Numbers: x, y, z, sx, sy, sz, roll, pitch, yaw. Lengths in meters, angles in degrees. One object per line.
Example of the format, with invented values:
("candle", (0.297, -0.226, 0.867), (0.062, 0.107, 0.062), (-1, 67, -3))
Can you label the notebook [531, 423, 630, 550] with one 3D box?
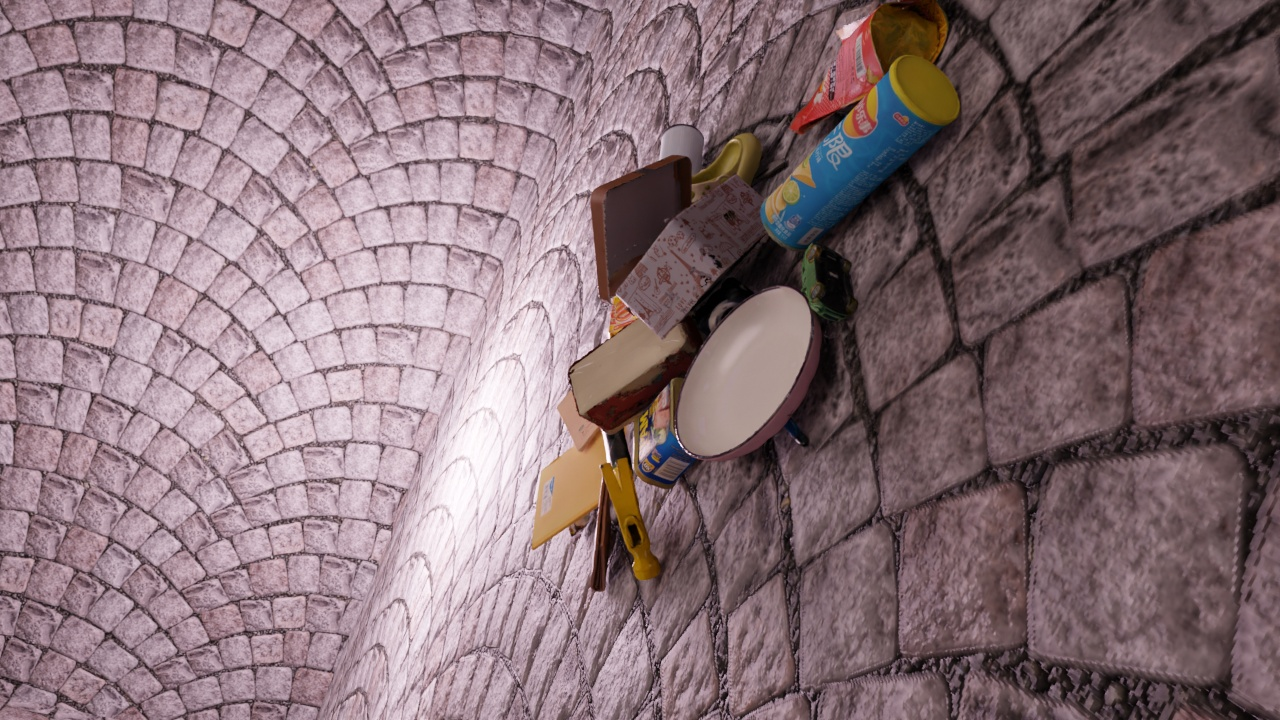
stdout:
("notebook", (-0.085, 0.166, 1.300), (0.207, 0.010, 0.145), (-39, 33, 33))

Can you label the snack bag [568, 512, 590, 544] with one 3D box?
("snack bag", (-0.084, 0.207, 1.304), (0.048, 0.026, 0.104), (131, 154, -56))

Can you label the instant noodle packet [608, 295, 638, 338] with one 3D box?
("instant noodle packet", (0.002, -0.078, 1.281), (0.111, 0.044, 0.128), (-22, 40, 26))

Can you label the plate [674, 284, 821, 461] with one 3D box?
("plate", (0.110, 0.017, 0.896), (0.193, 0.039, 0.192), (-43, 28, 30))

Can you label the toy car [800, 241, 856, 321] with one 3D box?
("toy car", (0.171, -0.071, 0.849), (0.036, 0.043, 0.091), (-51, 24, 37))

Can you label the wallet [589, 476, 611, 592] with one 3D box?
("wallet", (-0.048, 0.215, 1.135), (0.115, 0.020, 0.101), (94, 180, -49))

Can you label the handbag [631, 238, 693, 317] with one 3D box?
("handbag", (0.022, -0.120, 1.197), (0.063, 0.178, 0.163), (-21, 74, 20))

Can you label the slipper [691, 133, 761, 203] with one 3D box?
("slipper", (0.081, -0.205, 1.151), (0.190, 0.081, 0.091), (-63, 20, 7))

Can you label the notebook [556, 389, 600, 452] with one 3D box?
("notebook", (-0.066, 0.048, 1.399), (0.148, 0.008, 0.207), (-51, 20, 3))

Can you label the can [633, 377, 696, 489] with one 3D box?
("can", (0.036, 0.081, 1.048), (0.083, 0.057, 0.101), (-51, 25, 38))

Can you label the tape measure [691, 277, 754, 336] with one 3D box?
("tape measure", (0.100, -0.047, 0.988), (0.066, 0.066, 0.033), (-44, 24, 22))

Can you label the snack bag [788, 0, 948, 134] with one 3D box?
("snack bag", (0.223, -0.304, 0.935), (0.128, 0.073, 0.208), (-65, 13, -2))

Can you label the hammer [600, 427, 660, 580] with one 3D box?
("hammer", (-0.023, 0.137, 1.115), (0.300, 0.033, 0.129), (-109, 3, -71))

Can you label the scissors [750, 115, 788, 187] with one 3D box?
("scissors", (0.128, -0.221, 1.187), (0.225, 0.015, 0.188), (-61, 19, 20))

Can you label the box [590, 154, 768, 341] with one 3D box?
("box", (0.032, -0.143, 1.025), (0.151, 0.166, 0.181), (-47, -4, 41))

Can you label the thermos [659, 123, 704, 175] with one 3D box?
("thermos", (0.054, -0.247, 1.348), (0.073, 0.073, 0.223), (-47, 28, 49))

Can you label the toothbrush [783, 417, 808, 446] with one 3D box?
("toothbrush", (0.129, 0.040, 0.901), (0.014, 0.016, 0.189), (-55, 23, 12))

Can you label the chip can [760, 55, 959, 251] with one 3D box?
("chip can", (0.197, -0.186, 0.855), (0.211, 0.071, 0.071), (-44, 30, 53))

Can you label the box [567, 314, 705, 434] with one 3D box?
("box", (-0.007, 0.006, 1.098), (0.169, 0.078, 0.091), (-35, 49, 18))
